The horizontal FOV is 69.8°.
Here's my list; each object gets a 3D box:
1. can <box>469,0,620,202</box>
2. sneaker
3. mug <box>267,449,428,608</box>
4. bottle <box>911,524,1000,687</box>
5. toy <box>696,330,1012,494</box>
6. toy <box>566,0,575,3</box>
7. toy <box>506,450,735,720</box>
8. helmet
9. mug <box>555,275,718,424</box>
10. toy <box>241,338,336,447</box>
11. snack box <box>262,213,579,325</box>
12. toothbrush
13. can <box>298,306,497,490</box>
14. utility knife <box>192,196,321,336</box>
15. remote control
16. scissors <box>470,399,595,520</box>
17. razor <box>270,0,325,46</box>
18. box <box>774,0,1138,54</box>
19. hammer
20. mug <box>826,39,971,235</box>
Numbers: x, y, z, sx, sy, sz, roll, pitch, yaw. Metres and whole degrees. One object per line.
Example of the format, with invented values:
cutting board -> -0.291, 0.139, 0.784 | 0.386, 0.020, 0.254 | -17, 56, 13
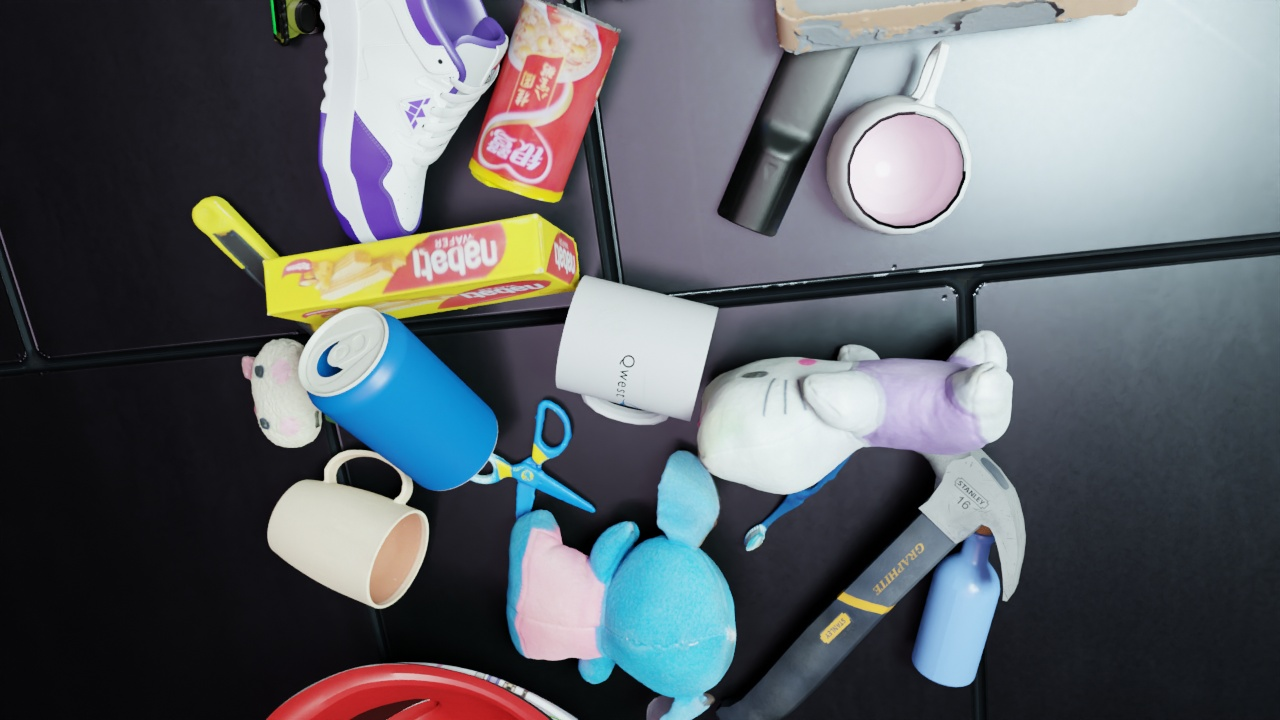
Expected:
can -> -0.065, -0.174, 0.617 | 0.067, 0.066, 0.124 | 23, 108, 1
sneaker -> -0.141, -0.182, 0.596 | 0.111, 0.091, 0.245 | 13, 124, 8
mug -> -0.230, 0.127, 0.733 | 0.104, 0.085, 0.111 | 17, 81, 15
bottle -> 0.241, 0.176, 0.688 | 0.048, 0.048, 0.131 | 10, 108, 5
toy -> 0.137, 0.034, 0.613 | 0.210, 0.137, 0.085 | -10, 102, 21
toy -> -0.022, -0.260, 0.600 | 0.102, 0.050, 0.065 | -11, 70, 16
toy -> -0.017, 0.178, 0.708 | 0.191, 0.098, 0.224 | 8, 104, 16
helmet -> -0.145, 0.371, 0.709 | 0.314, 0.230, 0.237 | 17, 140, -1
mug -> -0.004, 0.004, 0.662 | 0.096, 0.082, 0.120 | 14, 137, 4
toy -> -0.273, 0.026, 0.721 | 0.112, 0.050, 0.087 | 7, 105, 23
snack box -> -0.150, -0.060, 0.648 | 0.201, 0.092, 0.042 | -8, 85, 11
toothbrush -> 0.122, 0.099, 0.699 | 0.021, 0.016, 0.132 | 38, 109, -6
can -> -0.168, 0.031, 0.655 | 0.079, 0.078, 0.146 | -19, 142, 13
utility knife -> -0.255, -0.036, 0.714 | 0.029, 0.020, 0.233 | -41, 99, 20
remote control -> 0.099, -0.155, 0.622 | 0.045, 0.021, 0.141 | 22, 108, 0
scissors -> -0.094, 0.088, 0.729 | 0.130, 0.014, 0.125 | 11, 108, 6
razor -> -0.191, -0.232, 0.642 | 0.144, 0.021, 0.044 | 14, 128, 5
box -> 0.187, -0.271, 0.559 | 0.217, 0.071, 0.157 | -4, 94, 10
hammer -> 0.157, 0.187, 0.696 | 0.139, 0.035, 0.313 | 46, 116, 22
mug -> 0.170, -0.141, 0.586 | 0.090, 0.076, 0.124 | 17, 108, 3
